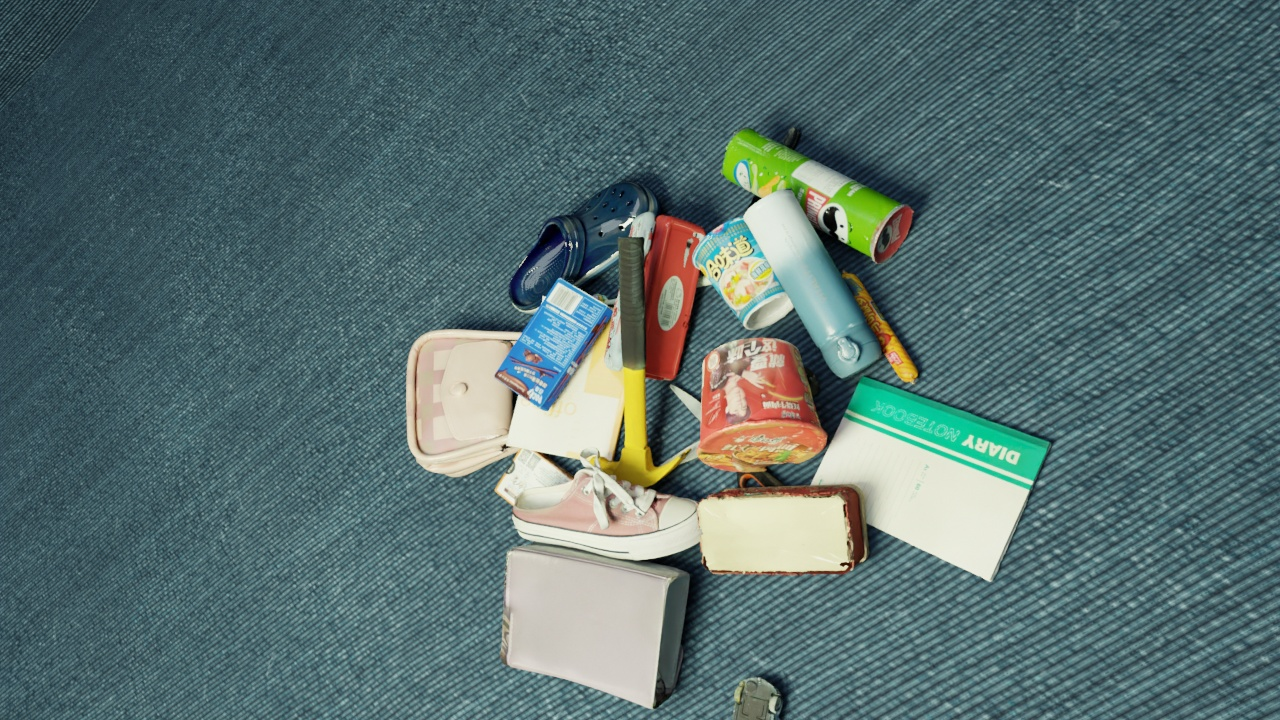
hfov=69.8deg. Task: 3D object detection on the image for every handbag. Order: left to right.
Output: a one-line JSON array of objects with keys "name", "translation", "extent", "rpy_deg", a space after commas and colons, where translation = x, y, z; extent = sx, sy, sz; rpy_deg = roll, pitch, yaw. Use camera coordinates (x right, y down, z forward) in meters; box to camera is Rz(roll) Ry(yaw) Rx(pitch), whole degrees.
[{"name": "handbag", "translation": [-0.201, 0.045, 1.251], "extent": [0.234, 0.093, 0.193], "rpy_deg": [-12, 66, 16]}, {"name": "handbag", "translation": [-0.052, 0.292, 1.034], "extent": [0.197, 0.098, 0.145], "rpy_deg": [7, 84, 22]}]

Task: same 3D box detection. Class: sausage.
[{"name": "sausage", "translation": [0.264, -0.039, 1.022], "extent": [0.021, 0.021, 0.165], "rpy_deg": [-35, 58, 16]}]

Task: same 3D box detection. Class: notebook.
[{"name": "notebook", "translation": [-0.083, 0.024, 1.191], "extent": [0.146, 0.010, 0.206], "rpy_deg": [10, 77, 13]}, {"name": "notebook", "translation": [0.294, 0.115, 0.954], "extent": [0.209, 0.012, 0.150], "rpy_deg": [22, 84, 36]}]

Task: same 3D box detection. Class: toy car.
[{"name": "toy car", "translation": [0.118, 0.383, 0.951], "extent": [0.049, 0.031, 0.105], "rpy_deg": [5, 77, 32]}]

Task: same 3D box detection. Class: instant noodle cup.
[{"name": "instant noodle cup", "translation": [0.128, -0.098, 1.088], "extent": [0.099, 0.099, 0.110], "rpy_deg": [-35, 66, 16]}, {"name": "instant noodle cup", "translation": [0.124, 0.046, 0.987], "extent": [0.138, 0.138, 0.108], "rpy_deg": [-17, 60, 25]}]

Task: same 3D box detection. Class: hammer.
[{"name": "hammer", "translation": [-0.006, 0.006, 1.076], "extent": [0.129, 0.032, 0.301], "rpy_deg": [3, 102, 25]}]

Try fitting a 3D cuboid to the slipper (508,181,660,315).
[{"name": "slipper", "translation": [-0.091, -0.161, 1.243], "extent": [0.253, 0.095, 0.105], "rpy_deg": [-38, 60, 19]}]

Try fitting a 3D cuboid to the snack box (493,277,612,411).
[{"name": "snack box", "translation": [-0.113, -0.021, 1.183], "extent": [0.084, 0.026, 0.157], "rpy_deg": [31, 85, 25]}]

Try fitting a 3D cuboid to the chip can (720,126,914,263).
[{"name": "chip can", "translation": [0.201, -0.199, 1.078], "extent": [0.236, 0.072, 0.072], "rpy_deg": [37, 93, 32]}]

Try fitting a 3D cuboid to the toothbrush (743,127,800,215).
[{"name": "toothbrush", "translation": [0.150, -0.211, 1.158], "extent": [0.014, 0.016, 0.189], "rpy_deg": [31, 91, 36]}]

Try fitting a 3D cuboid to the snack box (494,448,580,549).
[{"name": "snack box", "translation": [-0.115, 0.174, 1.174], "extent": [0.154, 0.026, 0.075], "rpy_deg": [31, 89, 35]}]

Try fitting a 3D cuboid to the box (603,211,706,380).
[{"name": "box", "translation": [0.004, -0.082, 1.150], "extent": [0.100, 0.095, 0.201], "rpy_deg": [12, 90, 52]}]

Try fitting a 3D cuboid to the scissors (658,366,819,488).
[{"name": "scissors", "translation": [0.116, 0.085, 1.067], "extent": [0.221, 0.021, 0.233], "rpy_deg": [-45, 56, 9]}]

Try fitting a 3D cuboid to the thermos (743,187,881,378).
[{"name": "thermos", "translation": [0.193, -0.085, 1.020], "extent": [0.070, 0.070, 0.220], "rpy_deg": [-32, 76, 18]}]

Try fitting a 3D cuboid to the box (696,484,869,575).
[{"name": "box", "translation": [0.145, 0.178, 0.968], "extent": [0.169, 0.077, 0.091], "rpy_deg": [-7, 88, 29]}]

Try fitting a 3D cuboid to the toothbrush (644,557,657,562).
[{"name": "toothbrush", "translation": [-0.033, 0.283, 1.088], "extent": [0.187, 0.017, 0.016], "rpy_deg": [-50, 57, 6]}]

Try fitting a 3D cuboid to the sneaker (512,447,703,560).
[{"name": "sneaker", "translation": [-0.040, 0.163, 1.050], "extent": [0.241, 0.118, 0.088], "rpy_deg": [2, 116, 20]}]

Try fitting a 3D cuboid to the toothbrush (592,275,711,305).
[{"name": "toothbrush", "translation": [0.020, -0.092, 1.193], "extent": [0.190, 0.029, 0.020], "rpy_deg": [-9, 110, 28]}]
